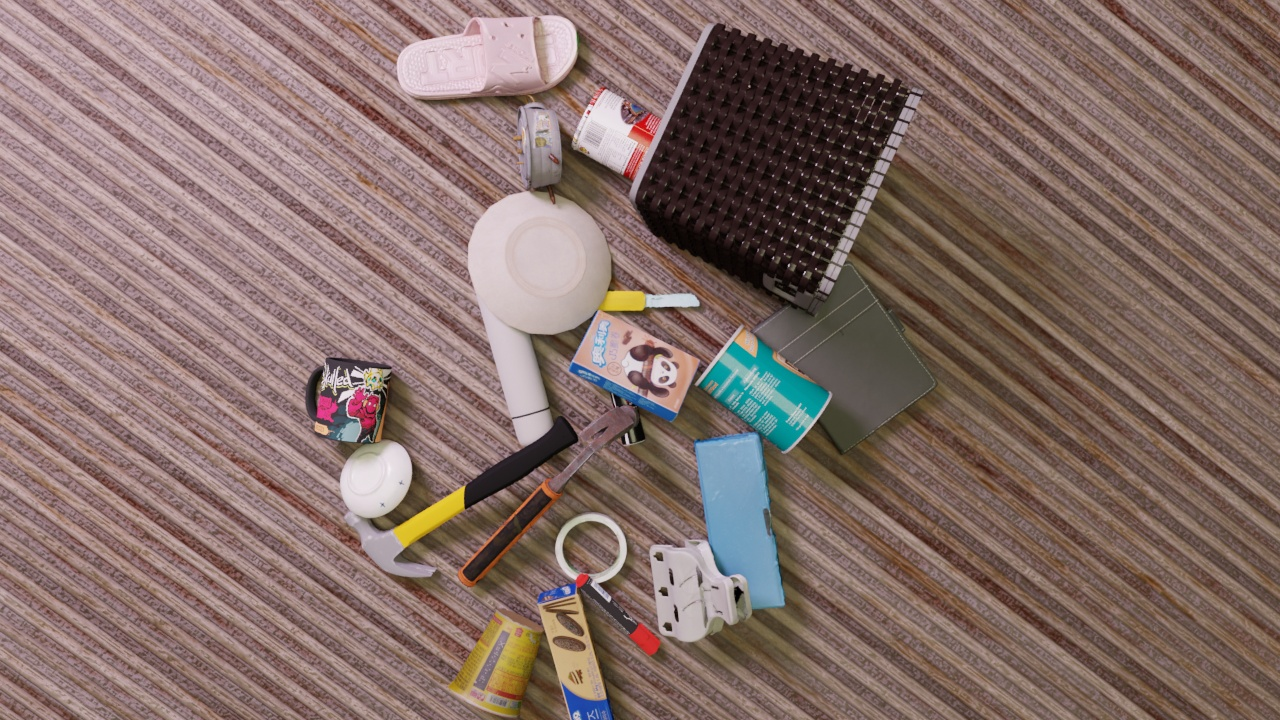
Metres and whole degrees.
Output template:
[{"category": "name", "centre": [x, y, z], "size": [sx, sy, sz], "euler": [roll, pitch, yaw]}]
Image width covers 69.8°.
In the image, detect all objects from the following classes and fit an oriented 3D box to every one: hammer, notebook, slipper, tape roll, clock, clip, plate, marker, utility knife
[{"category": "hammer", "centre": [-0.128, 0.179, 1.159], "size": [0.035, 0.137, 0.315], "euler": [45, 104, 7]}, {"category": "notebook", "centre": [0.274, -0.005, 1.220], "size": [0.169, 0.029, 0.209], "euler": [-36, 96, 1]}, {"category": "slipper", "centre": [-0.196, -0.387, 1.173], "size": [0.239, 0.064, 0.094], "euler": [-10, 92, 0]}, {"category": "tape roll", "centre": [-0.065, 0.249, 1.220], "size": [0.094, 0.018, 0.094], "euler": [0, 92, -3]}, {"category": "clock", "centre": [-0.133, -0.281, 1.168], "size": [0.056, 0.104, 0.147], "euler": [-5, 62, -12]}, {"category": "clip", "centre": [0.088, 0.298, 1.195], "size": [0.153, 0.098, 0.126], "euler": [-7, 94, 35]}, {"category": "plate", "centre": [-0.123, -0.128, 1.170], "size": [0.188, 0.027, 0.188], "euler": [3, 81, -19]}, {"category": "marker", "centre": [-0.030, 0.334, 1.212], "size": [0.145, 0.021, 0.023], "euler": [46, 67, -12]}, {"category": "plate", "centre": [-0.346, 0.149, 1.180], "size": [0.104, 0.026, 0.104], "euler": [-6, 68, 16]}, {"category": "hammer", "centre": [-0.219, 0.172, 1.180], "size": [0.324, 0.029, 0.127], "euler": [-32, 95, 10]}, {"category": "utility knife", "centre": [-0.031, -0.077, 1.211], "size": [0.217, 0.019, 0.030], "euler": [0, 98, 3]}]

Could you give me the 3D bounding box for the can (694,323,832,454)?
[{"category": "can", "centre": [0.156, 0.036, 1.173], "size": [0.144, 0.099, 0.099], "euler": [38, 90, 3]}]

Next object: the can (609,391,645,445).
[{"category": "can", "centre": [-0.018, 0.070, 1.209], "size": [0.031, 0.031, 0.080], "euler": [-14, 92, -2]}]

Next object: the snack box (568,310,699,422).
[{"category": "snack box", "centre": [-0.007, 0.007, 1.188], "size": [0.151, 0.034, 0.087], "euler": [26, 60, -2]}]

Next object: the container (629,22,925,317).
[{"category": "container", "centre": [0.153, -0.221, 1.091], "size": [0.244, 0.247, 0.245], "euler": [25, 91, 8]}]

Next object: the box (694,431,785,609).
[{"category": "box", "centre": [0.134, 0.212, 1.220], "size": [0.093, 0.054, 0.231], "euler": [-9, 92, 16]}]

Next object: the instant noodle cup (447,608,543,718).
[{"category": "instant noodle cup", "centre": [-0.177, 0.388, 1.189], "size": [0.100, 0.100, 0.112], "euler": [25, 80, -3]}]

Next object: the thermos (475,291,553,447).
[{"category": "thermos", "centre": [-0.161, 0.002, 1.192], "size": [0.052, 0.052, 0.224], "euler": [-15, 92, -2]}]

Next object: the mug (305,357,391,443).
[{"category": "mug", "centre": [-0.383, 0.048, 1.179], "size": [0.118, 0.081, 0.098], "euler": [10, 91, 25]}]

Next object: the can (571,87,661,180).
[{"category": "can", "centre": [-0.017, -0.283, 1.170], "size": [0.116, 0.086, 0.086], "euler": [28, 90, -3]}]

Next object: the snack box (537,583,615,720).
[{"category": "snack box", "centre": [-0.080, 0.403, 1.205], "size": [0.057, 0.056, 0.207], "euler": [-16, 92, -2]}]
